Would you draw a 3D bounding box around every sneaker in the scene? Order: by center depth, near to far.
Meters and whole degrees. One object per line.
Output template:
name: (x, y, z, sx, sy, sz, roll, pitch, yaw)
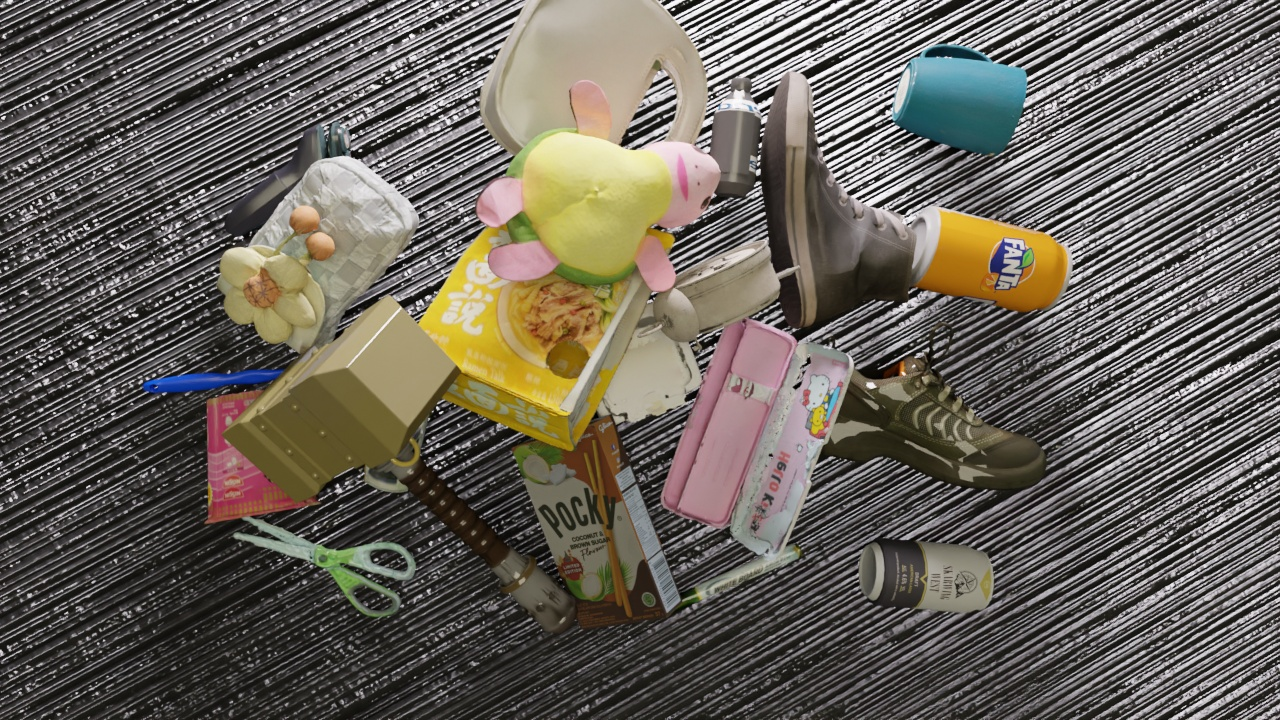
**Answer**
sneaker: (0.184, -0.155, 0.863, 0.120, 0.095, 0.234, -10, 90, -7)
sneaker: (0.272, 0.034, 0.872, 0.238, 0.101, 0.143, 13, 97, 1)

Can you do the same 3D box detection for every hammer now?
hammer: (-0.169, 0.121, 0.783, 0.325, 0.191, 0.100, 49, 42, -19)

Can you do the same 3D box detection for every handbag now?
handbag: (-0.284, -0.094, 0.803, 0.112, 0.123, 0.171, 41, 98, -4)
handbag: (-0.035, -0.250, 0.853, 0.199, 0.093, 0.200, 31, 88, -25)

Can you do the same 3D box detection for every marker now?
marker: (0.090, 0.214, 0.900, 0.146, 0.017, 0.017, -23, 93, -4)

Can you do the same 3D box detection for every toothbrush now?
toothbrush: (-0.368, 0.017, 0.853, 0.182, 0.018, 0.016, -6, 116, -5)

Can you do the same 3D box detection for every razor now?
razor: (-0.323, -0.164, 0.842, 0.143, 0.047, 0.052, -37, 105, 0)

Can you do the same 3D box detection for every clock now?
clock: (0.061, -0.051, 0.816, 0.156, 0.104, 0.061, -31, 102, -28)

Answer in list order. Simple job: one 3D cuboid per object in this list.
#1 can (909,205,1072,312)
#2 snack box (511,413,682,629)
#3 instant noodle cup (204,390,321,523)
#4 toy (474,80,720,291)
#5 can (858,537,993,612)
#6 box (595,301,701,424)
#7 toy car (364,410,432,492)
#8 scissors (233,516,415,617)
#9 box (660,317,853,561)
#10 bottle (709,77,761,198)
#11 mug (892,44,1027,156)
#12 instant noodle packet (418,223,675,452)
can: (0.330, -0.096, 0.883, 0.142, 0.079, 0.079, 12, 90, -5)
snack box: (-0.041, 0.152, 0.851, 0.101, 0.031, 0.186, -18, 94, 33)
instant noodle cup: (-0.346, 0.084, 0.824, 0.097, 0.098, 0.108, -10, 85, -5)
toy: (-0.032, -0.138, 0.788, 0.237, 0.088, 0.190, -26, 90, -29)
can: (0.282, 0.210, 0.893, 0.127, 0.064, 0.064, 6, 91, -5)
box: (-0.005, 0.005, 0.858, 0.107, 0.076, 0.102, -24, 92, -2)
toy car: (-0.228, 0.072, 0.861, 0.048, 0.033, 0.105, 14, 89, -4)
scissors: (-0.303, 0.192, 0.866, 0.175, 0.032, 0.078, 18, 92, -1)
box: (0.111, 0.070, 0.867, 0.150, 0.073, 0.201, 22, 94, 25)
bottle: (0.091, -0.212, 0.875, 0.047, 0.047, 0.112, 6, 90, -5)
mug: (0.302, -0.259, 0.884, 0.104, 0.085, 0.112, 11, 62, 0)
instant noodle packet: (-0.085, -0.054, 0.819, 0.163, 0.084, 0.221, 20, 67, 16)
